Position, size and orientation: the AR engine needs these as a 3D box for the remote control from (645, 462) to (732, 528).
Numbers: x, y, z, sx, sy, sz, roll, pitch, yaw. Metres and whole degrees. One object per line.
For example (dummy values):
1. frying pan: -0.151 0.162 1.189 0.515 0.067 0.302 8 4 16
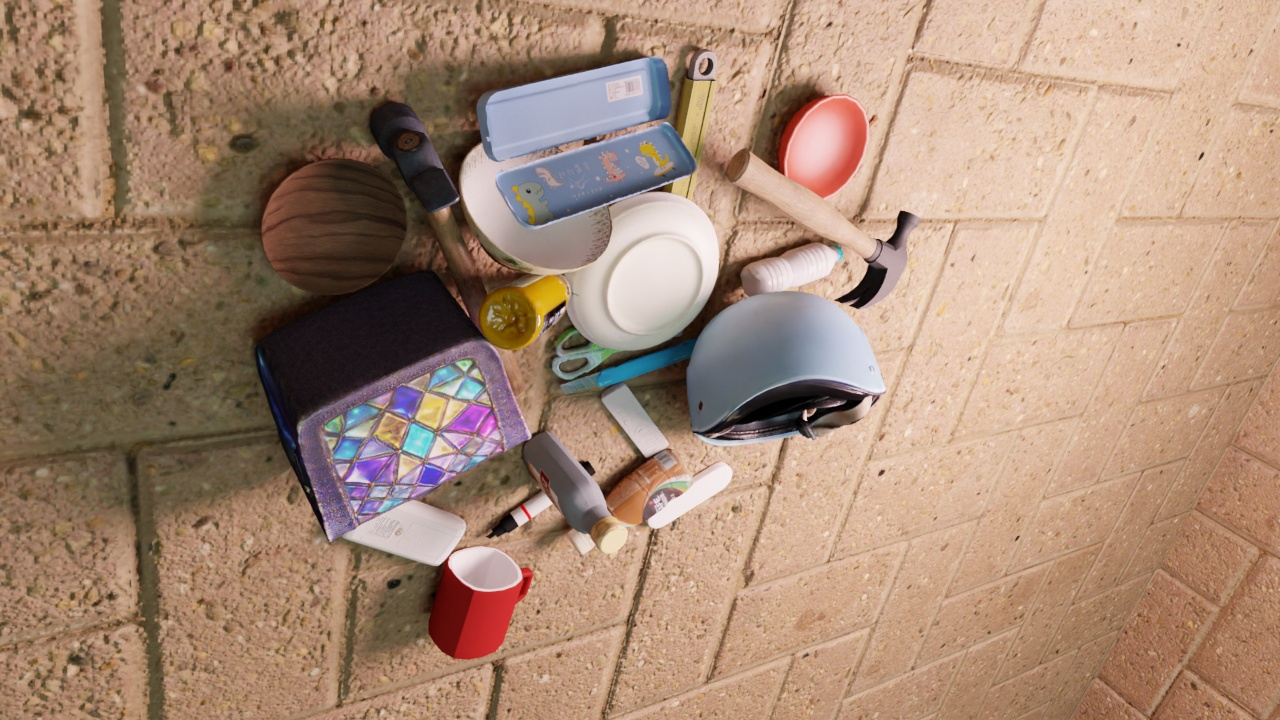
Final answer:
1. remote control: 0.064 0.178 1.215 0.136 0.013 0.043 -29 132 -18

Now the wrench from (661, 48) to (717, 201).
1. wrench: 0.036 -0.182 0.949 0.083 0.018 0.274 -8 123 -31

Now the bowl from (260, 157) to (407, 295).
1. bowl: -0.258 -0.115 0.766 0.119 0.032 0.119 -19 128 -26

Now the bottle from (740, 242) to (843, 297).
1. bottle: 0.183 -0.110 1.089 0.136 0.044 0.044 -20 129 -25

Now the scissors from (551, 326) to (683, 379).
1. scissors: -0.021 -0.018 1.021 0.173 0.033 0.065 -14 123 -35

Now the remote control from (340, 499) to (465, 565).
1. remote control: -0.251 0.177 0.972 0.138 0.025 0.060 32 97 -42

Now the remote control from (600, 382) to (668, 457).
1. remote control: -0.006 0.071 1.089 0.033 0.012 0.131 -31 134 4

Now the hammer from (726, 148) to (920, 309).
1. hammer: 0.202 -0.153 1.025 0.305 0.040 0.132 20 96 -41

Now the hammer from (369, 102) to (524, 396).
1. hammer: -0.156 -0.070 0.834 0.040 0.129 0.322 -27 142 -11

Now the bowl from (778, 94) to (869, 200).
1. bowl: 0.196 -0.238 1.018 0.121 0.035 0.122 -19 128 -26

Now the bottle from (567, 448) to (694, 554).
1. bottle: -0.014 0.176 1.123 0.167 0.059 0.059 -35 134 -12

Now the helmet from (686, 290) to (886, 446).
1. helmet: 0.161 0.014 1.052 0.225 0.166 0.266 -10 160 5

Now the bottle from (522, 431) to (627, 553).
1. bottle: -0.069 0.146 0.990 0.046 0.161 0.072 -31 133 -16

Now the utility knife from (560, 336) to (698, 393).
1. utility knife: -0.006 0.006 1.045 0.197 0.015 0.031 -18 134 -31

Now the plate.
1. plate: 0.009 -0.084 0.959 0.182 0.034 0.183 -15 126 -22

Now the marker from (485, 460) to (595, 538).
1. marker: -0.117 0.165 1.068 0.145 0.019 0.019 -34 133 -14

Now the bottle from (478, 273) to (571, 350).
1. bottle: -0.098 -0.052 0.837 0.053 0.186 0.053 1 102 6

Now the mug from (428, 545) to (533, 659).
1. mug: -0.177 0.275 1.057 0.116 0.080 0.097 -2 120 -44

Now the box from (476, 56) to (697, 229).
1. box: -0.046 -0.199 0.828 0.208 0.039 0.126 -25 103 -33

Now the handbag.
1. handbag: -0.220 0.051 0.836 0.204 0.125 0.222 -27 142 -20

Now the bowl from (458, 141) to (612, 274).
1. bowl: -0.104 -0.128 0.829 0.145 0.145 0.063 -4 157 -35
